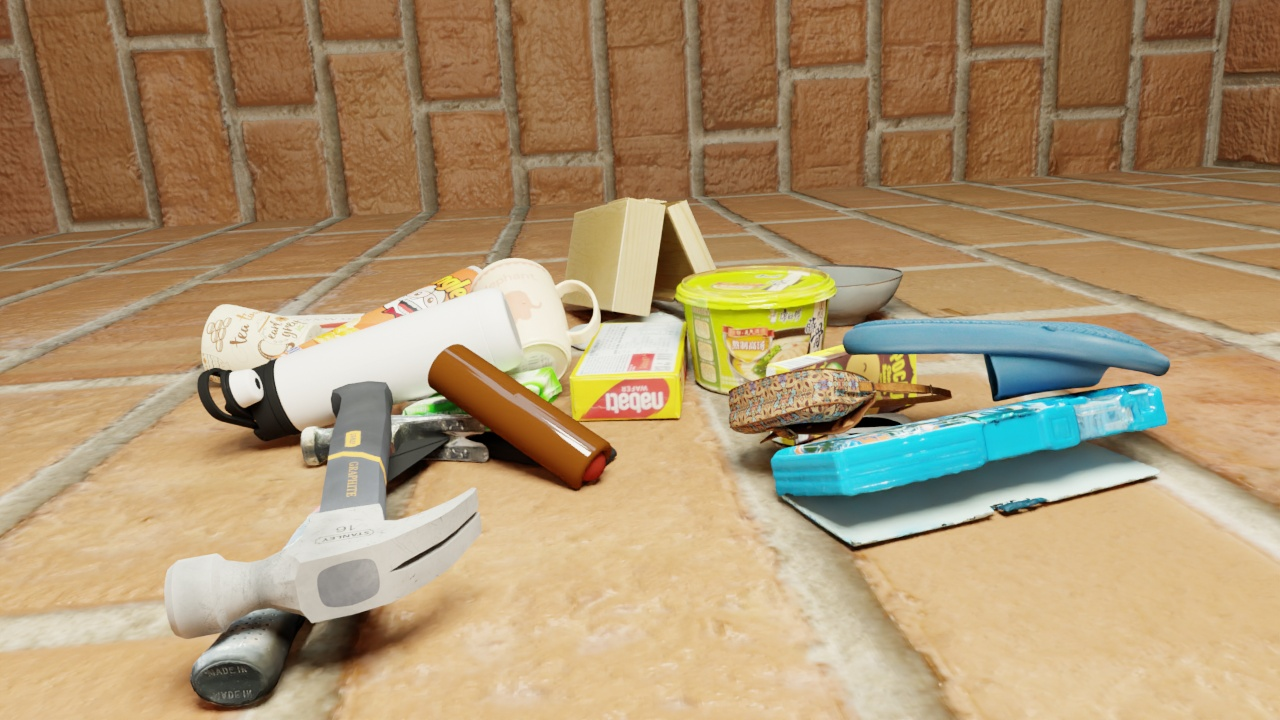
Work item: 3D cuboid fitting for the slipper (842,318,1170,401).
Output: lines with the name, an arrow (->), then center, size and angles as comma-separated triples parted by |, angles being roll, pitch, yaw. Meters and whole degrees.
slipper -> 0.248, 0.000, 0.633 | 0.214, 0.059, 0.103 | 4, 1, 12

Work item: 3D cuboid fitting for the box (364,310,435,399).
box -> -0.192, -0.002, 0.911 | 0.216, 0.063, 0.156 | -1, 23, 6

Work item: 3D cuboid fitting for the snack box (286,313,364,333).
snack box -> -0.300, -0.030, 1.037 | 0.273, 0.044, 0.076 | 0, 15, 9

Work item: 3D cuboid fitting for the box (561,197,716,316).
box -> -0.008, -0.124, 1.106 | 0.148, 0.141, 0.249 | -4, 7, -18

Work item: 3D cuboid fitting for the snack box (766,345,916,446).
snack box -> 0.163, 0.020, 0.726 | 0.148, 0.061, 0.026 | -14, 16, -34

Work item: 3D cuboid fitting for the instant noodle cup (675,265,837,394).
instant noodle cup -> 0.107, -0.029, 0.849 | 0.146, 0.098, 0.146 | -3, 15, 1

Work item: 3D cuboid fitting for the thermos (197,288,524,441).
thermos -> -0.214, 0.001, 0.725 | 0.230, 0.068, 0.101 | -18, -16, -2

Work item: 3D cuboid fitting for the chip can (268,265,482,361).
chip can -> -0.231, -0.019, 0.852 | 0.209, 0.062, 0.062 | -31, 29, -32

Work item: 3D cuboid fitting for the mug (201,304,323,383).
mug -> -0.379, -0.009, 0.955 | 0.097, 0.081, 0.122 | 5, -11, 3

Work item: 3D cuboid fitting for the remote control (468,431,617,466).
remote control -> -0.080, 0.067, 0.694 | 0.125, 0.010, 0.039 | 4, 16, 26

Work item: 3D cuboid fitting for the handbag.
handbag -> 0.155, 0.035, 0.652 | 0.195, 0.043, 0.094 | 1, -13, -36

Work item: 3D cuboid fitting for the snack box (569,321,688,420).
snack box -> -0.005, 0.005, 0.852 | 0.092, 0.042, 0.200 | -2, 15, 6

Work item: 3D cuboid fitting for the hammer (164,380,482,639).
hammer -> -0.177, 0.065, 0.552 | 0.139, 0.035, 0.312 | -8, 15, -14

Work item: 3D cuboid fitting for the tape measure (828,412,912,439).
tape measure -> 0.173, 0.057, 0.672 | 0.065, 0.017, 0.064 | -4, 15, -2

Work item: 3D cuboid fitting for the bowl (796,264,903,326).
bowl -> 0.231, -0.075, 1.075 | 0.151, 0.057, 0.150 | -3, 15, 1

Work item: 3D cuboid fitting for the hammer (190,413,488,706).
hammer -> -0.179, 0.098, 0.558 | 0.140, 0.036, 0.326 | -5, 15, -1

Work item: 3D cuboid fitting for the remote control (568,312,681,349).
remote control -> -0.019, -0.036, 1.043 | 0.133, 0.022, 0.050 | -11, 17, -28

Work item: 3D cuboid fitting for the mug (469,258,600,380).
mug -> -0.091, -0.034, 0.831 | 0.111, 0.085, 0.104 | -19, 47, -4

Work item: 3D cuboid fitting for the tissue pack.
tissue pack -> -0.129, 0.035, 0.746 | 0.114, 0.034, 0.099 | -8, 8, 14

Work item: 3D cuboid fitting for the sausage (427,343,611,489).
sausage -> -0.089, 0.038, 0.657 | 0.155, 0.040, 0.040 | 32, 29, 21

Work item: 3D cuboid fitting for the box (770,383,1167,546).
box -> 0.213, 0.066, 0.590 | 0.243, 0.066, 0.091 | -9, -5, -19
